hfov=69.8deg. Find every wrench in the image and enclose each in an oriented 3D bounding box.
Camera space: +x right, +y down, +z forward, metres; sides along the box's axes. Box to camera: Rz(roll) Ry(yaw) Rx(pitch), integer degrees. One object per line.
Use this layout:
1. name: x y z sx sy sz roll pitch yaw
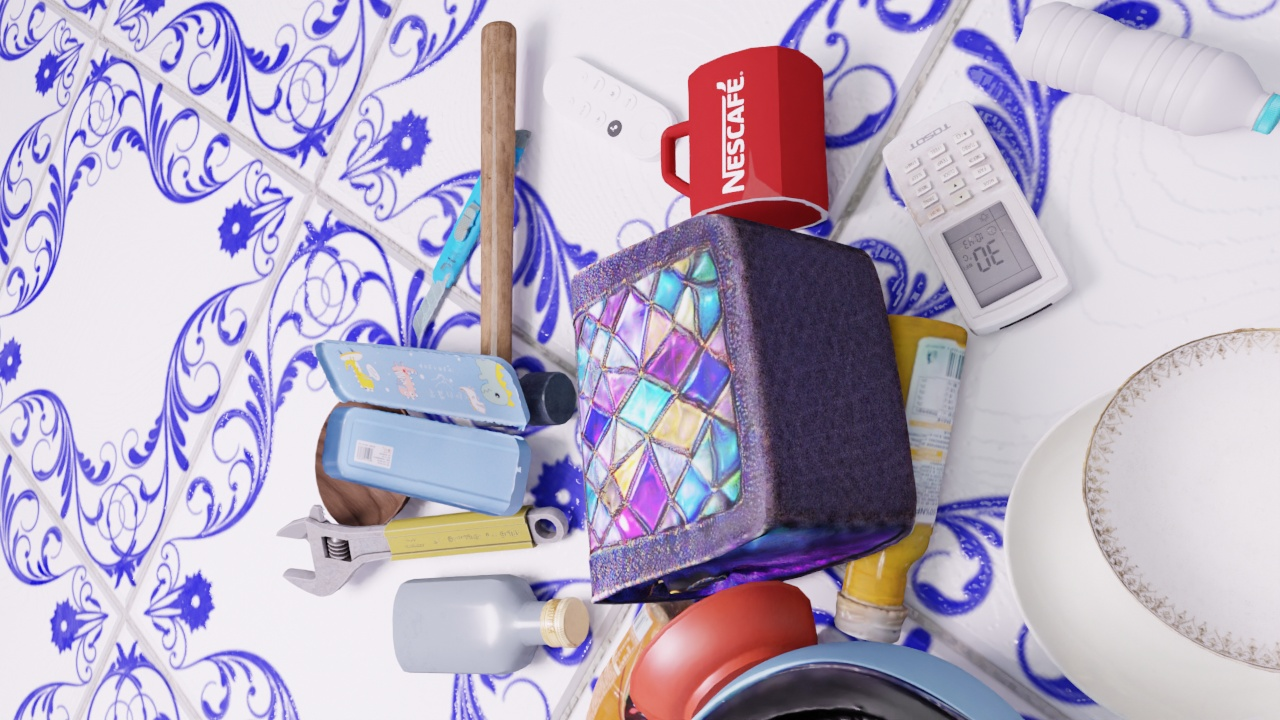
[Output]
1. wrench: -0.179 0.144 0.726 0.274 0.018 0.084 -9 110 21

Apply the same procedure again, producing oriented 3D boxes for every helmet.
1. helmet: 0.128 0.266 0.456 0.226 0.166 0.265 -18 83 22

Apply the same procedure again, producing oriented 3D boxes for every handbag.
1. handbag: 0.035 0.035 0.551 0.223 0.125 0.204 -27 63 50

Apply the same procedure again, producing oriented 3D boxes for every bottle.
1. bottle: 0.272 -0.155 0.495 0.136 0.044 0.044 34 101 30
2. bottle: 0.149 0.069 0.538 0.053 0.053 0.186 10 90 32
3. bottle: -0.113 0.197 0.687 0.162 0.046 0.072 -10 78 30
4. bottle: -0.008 0.234 0.609 0.059 0.059 0.167 37 103 30

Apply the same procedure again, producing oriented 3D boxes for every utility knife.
1. utility knife: -0.145 -0.106 0.766 0.031 0.015 0.198 36 104 33

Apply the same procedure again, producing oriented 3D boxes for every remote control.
1. remote control: 0.197 -0.085 0.544 0.060 0.025 0.138 -30 69 25
2. remote control: -0.025 -0.193 0.702 0.136 0.013 0.043 37 103 30

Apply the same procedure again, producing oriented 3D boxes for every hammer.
1. hammer: -0.113 -0.109 0.722 0.129 0.040 0.321 -3 85 33

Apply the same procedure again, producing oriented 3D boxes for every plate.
1. plate: 0.282 0.097 0.462 0.183 0.034 0.182 -5 81 31

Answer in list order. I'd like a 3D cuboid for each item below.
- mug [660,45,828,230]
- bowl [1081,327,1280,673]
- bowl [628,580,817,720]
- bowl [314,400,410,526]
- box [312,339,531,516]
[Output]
1. mug: 0.063 -0.136 0.603 0.117 0.080 0.096 -7 80 38
2. bowl: 0.280 0.061 0.409 0.145 0.063 0.145 -5 80 31
3. bowl: 0.056 0.185 0.537 0.122 0.122 0.035 -52 40 16
4. bowl: -0.223 0.084 0.778 0.119 0.032 0.119 -5 81 31
5. box: -0.171 0.046 0.710 0.210 0.039 0.126 6 102 32
